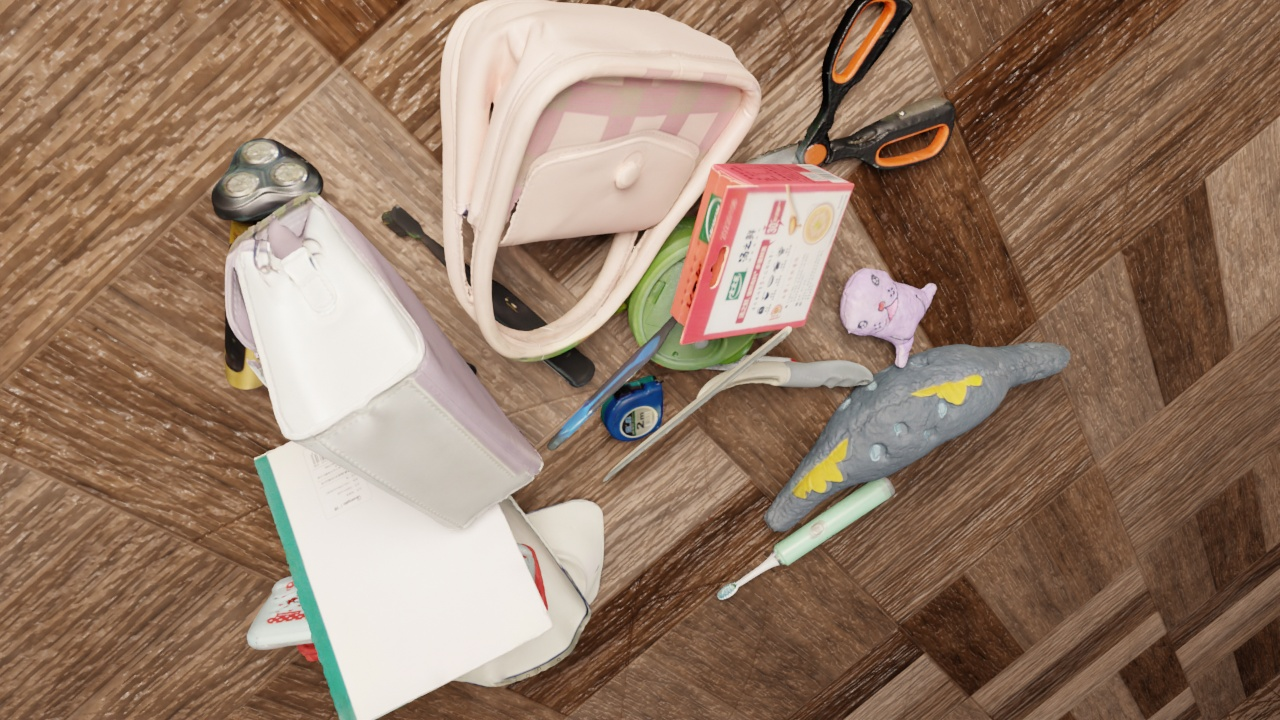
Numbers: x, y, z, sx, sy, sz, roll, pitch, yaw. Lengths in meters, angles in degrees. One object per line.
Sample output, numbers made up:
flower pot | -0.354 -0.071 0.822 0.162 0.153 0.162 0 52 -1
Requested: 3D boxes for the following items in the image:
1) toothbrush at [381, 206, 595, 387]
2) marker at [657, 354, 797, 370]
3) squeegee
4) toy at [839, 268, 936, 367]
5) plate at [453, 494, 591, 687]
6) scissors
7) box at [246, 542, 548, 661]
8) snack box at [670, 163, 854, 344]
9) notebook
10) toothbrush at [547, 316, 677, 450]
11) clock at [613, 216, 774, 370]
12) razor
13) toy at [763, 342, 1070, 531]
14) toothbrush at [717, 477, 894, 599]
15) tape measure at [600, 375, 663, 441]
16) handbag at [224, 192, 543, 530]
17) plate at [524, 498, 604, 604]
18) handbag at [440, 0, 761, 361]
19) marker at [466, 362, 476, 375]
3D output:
toothbrush | -0.105 -0.043 0.667 0.212 0.027 0.026 42 53 -41
marker | 0.079 0.002 0.804 0.145 0.017 0.017 4 121 -31
squeegee | 0.119 0.017 0.791 0.246 0.039 0.247 -8 155 -39
toy | 0.218 -0.044 0.827 0.108 0.039 0.084 17 93 -37
plate | -0.150 0.170 0.755 0.162 0.034 0.266 -26 121 8
scissors | 0.148 -0.179 0.708 0.220 0.021 0.231 -5 127 -20
box | -0.174 0.195 0.688 0.201 0.099 0.112 -9 120 -2
snack box | 0.074 -0.075 0.626 0.126 0.044 0.113 -9 126 -39
notebook | -0.170 0.125 0.639 0.150 0.209 0.012 -26 158 -7
toothbrush | -0.004 0.004 0.688 0.190 0.014 0.016 -45 146 13
clock | 0.055 -0.052 0.719 0.161 0.056 0.116 12 119 -31
razor | -0.238 -0.053 0.570 0.067 0.062 0.168 -29 148 -52
toy | 0.272 0.053 0.898 0.356 0.091 0.138 -28 144 -5
toothbrush | 0.177 0.194 0.992 0.224 0.026 0.027 -33 154 -3
tape measure | -0.007 0.042 0.780 0.054 0.025 0.058 -15 132 -16
handbag | -0.155 0.011 0.563 0.098 0.145 0.197 -31 153 -3
plate | -0.106 0.207 0.843 0.163 0.034 0.165 -12 127 -20
handbag | -0.040 -0.102 0.585 0.192 0.093 0.235 -13 134 -45
marker | -0.150 0.060 0.721 0.022 0.020 0.132 15 120 -3
